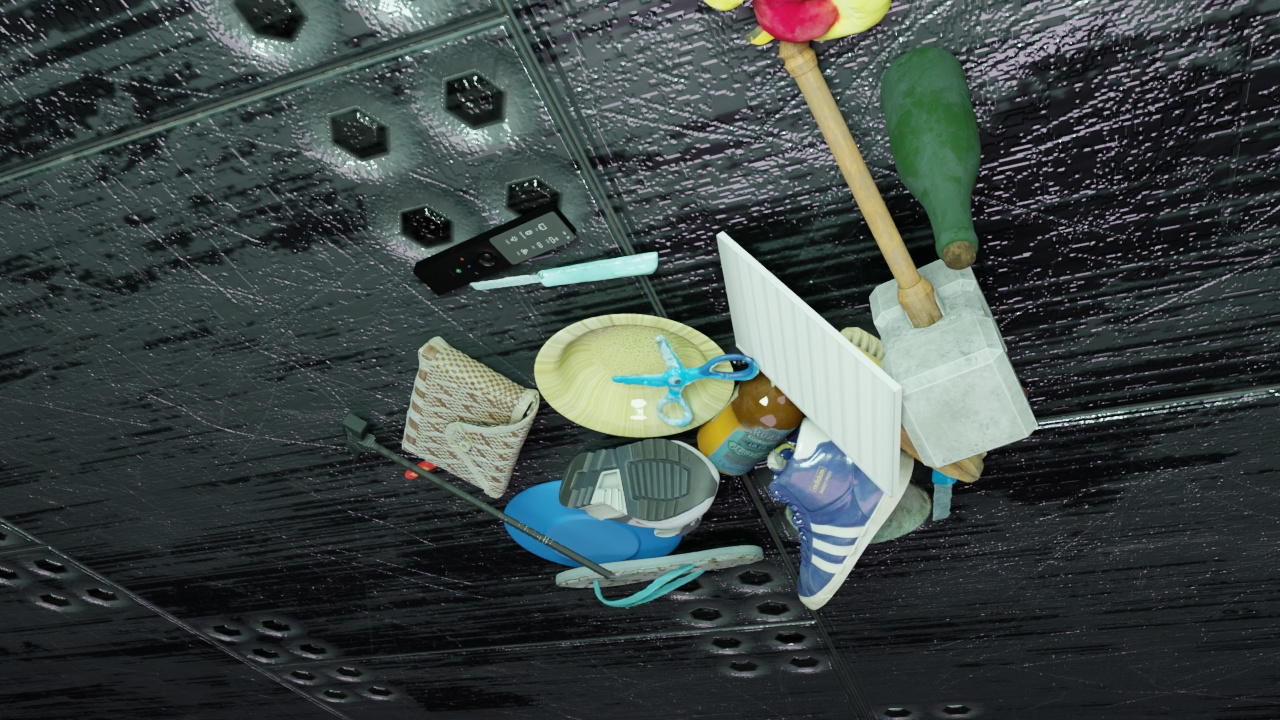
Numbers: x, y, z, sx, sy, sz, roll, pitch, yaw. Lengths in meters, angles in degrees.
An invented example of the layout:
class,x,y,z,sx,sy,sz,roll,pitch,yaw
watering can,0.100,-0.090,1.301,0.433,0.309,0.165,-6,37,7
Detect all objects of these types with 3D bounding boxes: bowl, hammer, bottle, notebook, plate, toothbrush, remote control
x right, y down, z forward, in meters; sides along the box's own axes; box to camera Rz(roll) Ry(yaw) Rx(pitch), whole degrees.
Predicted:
class,x,y,z,sx,sy,sz,roll,pitch,yaw
bowl,0.239,0.150,1.016,0.157,0.038,0.158,3,141,2
hammer,-0.177,0.157,0.994,0.325,0.015,0.095,28,151,2
bottle,0.186,-0.124,0.572,0.055,0.173,0.055,3,141,2
hammer,0.177,-0.093,0.662,0.083,0.162,0.318,-24,116,22
notebook,0.133,0.003,0.735,0.009,0.209,0.143,-32,141,-12
bottle,0.118,0.046,0.877,0.067,0.067,0.157,18,139,-16
plate,-0.005,0.005,0.863,0.184,0.036,0.185,3,141,2
toothbrush,-0.196,0.098,1.014,0.213,0.017,0.012,-28,131,34
plate,-0.060,0.217,1.142,0.224,0.024,0.225,3,141,2
remote control,-0.125,-0.091,0.774,0.150,0.013,0.034,-18,136,26

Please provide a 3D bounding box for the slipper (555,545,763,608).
class,x,y,z,sx,sy,sz,roll,pitch,yaw
slipper,0.027,0.281,1.172,0.269,0.054,0.098,-11,159,9

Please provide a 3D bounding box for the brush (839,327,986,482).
class,x,y,z,sx,sy,sz,roll,pitch,yaw
brush,0.243,0.042,0.838,0.195,0.043,0.059,40,147,-10

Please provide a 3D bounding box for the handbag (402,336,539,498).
class,x,y,z,sx,sy,sz,roll,pitch,yaw
handbag,-0.176,0.066,0.928,0.124,0.046,0.186,29,140,2

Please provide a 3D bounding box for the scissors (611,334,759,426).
class,x,y,z,sx,sy,sz,roll,pitch,yaw
scissors,0.044,0.018,0.837,0.140,0.011,0.134,-8,138,15

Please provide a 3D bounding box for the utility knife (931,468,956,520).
class,x,y,z,sx,sy,sz,roll,pitch,yaw
utility knife,0.303,0.100,0.919,0.031,0.015,0.222,1,137,16

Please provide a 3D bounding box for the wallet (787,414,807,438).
class,x,y,z,sx,sy,sz,roll,pitch,yaw
wallet,0.193,0.065,0.916,0.115,0.018,0.092,23,142,6

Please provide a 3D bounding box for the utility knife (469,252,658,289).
class,x,y,z,sx,sy,sz,roll,pitch,yaw
utility knife,-0.066,-0.072,0.784,0.166,0.015,0.022,-7,141,8

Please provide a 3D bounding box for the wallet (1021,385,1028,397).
class,x,y,z,sx,sy,sz,roll,pitch,yaw
wallet,0.293,0.044,0.888,0.120,0.031,0.100,17,138,-11

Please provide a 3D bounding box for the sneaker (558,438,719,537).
class,x,y,z,sx,sy,sz,roll,pitch,yaw
sneaker,0.026,0.142,0.972,0.124,0.088,0.240,27,160,-34

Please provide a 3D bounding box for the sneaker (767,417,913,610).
class,x,y,z,sx,sy,sz,roll,pitch,yaw
sneaker,0.166,0.155,0.931,0.118,0.091,0.234,25,132,2

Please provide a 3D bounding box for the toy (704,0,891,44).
class,x,y,z,sx,sy,sz,roll,pitch,yaw
toy,0.090,-0.231,0.549,0.137,0.067,0.106,6,146,-21
